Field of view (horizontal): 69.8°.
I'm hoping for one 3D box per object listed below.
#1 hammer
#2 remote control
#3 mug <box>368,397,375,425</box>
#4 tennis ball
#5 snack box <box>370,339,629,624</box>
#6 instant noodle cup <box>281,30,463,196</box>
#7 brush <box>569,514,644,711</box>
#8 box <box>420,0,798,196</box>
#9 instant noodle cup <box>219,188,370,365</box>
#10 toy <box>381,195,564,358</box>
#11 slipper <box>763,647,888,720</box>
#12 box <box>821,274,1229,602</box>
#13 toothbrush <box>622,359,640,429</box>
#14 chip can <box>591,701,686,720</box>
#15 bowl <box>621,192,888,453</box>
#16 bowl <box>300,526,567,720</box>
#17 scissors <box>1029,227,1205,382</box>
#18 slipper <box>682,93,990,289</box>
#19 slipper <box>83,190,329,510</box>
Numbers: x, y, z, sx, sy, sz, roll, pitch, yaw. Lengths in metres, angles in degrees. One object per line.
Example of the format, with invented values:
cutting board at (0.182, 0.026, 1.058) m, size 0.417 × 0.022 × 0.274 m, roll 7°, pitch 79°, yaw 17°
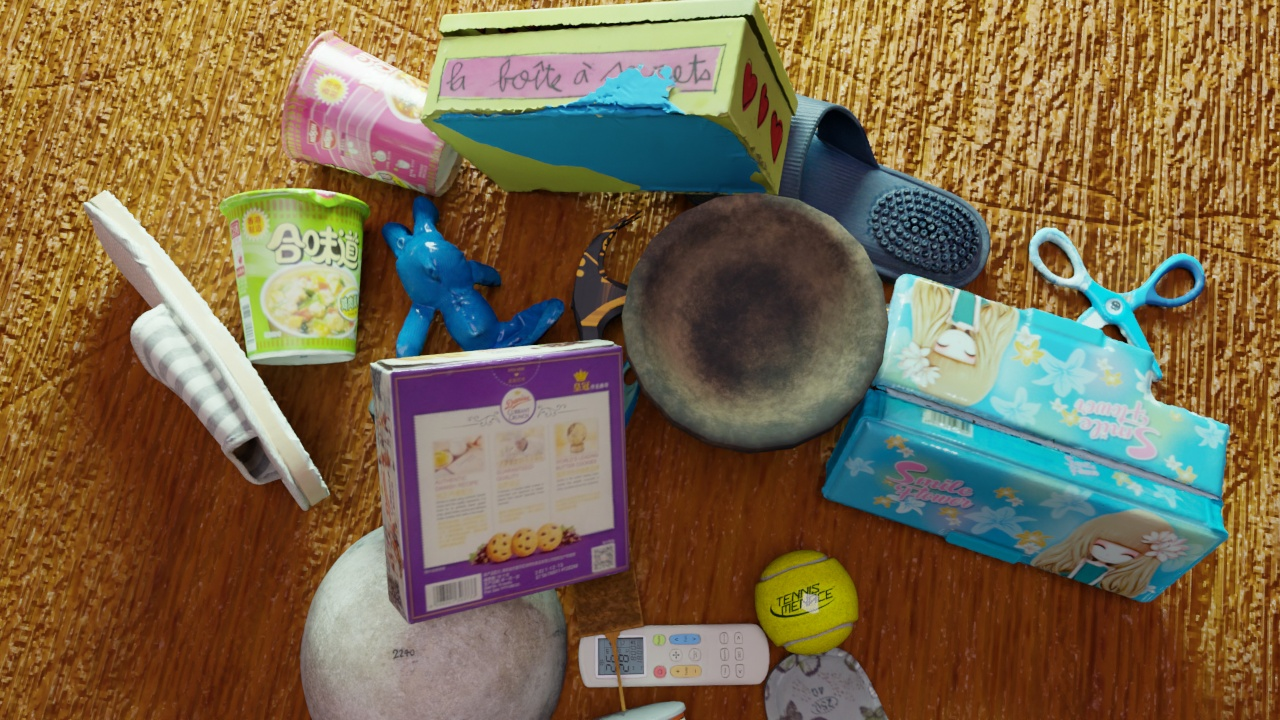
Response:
hammer at (0.112, -0.033, 0.643) m, size 0.320 × 0.036 × 0.123 m, roll 5°, pitch 80°, yaw 0°
remote control at (0.022, 0.195, 0.608) m, size 0.125 × 0.018 × 0.038 m, roll -1°, pitch 76°, yaw 1°
mug at (-0.108, 0.048, 0.601) m, size 0.113 × 0.078 × 0.088 m, roll -27°, pitch 114°, yaw -24°
tennis ball at (0.107, 0.156, 0.591) m, size 0.065 × 0.065 × 0.065 m, roll 0°, pitch 77°, yaw 1°
snack box at (-0.079, 0.066, 0.545) m, size 0.143 × 0.041 × 0.148 m, roll -6°, pitch 100°, yaw -29°
instant noodle cup at (-0.184, -0.170, 0.661) m, size 0.108 × 0.098 × 0.097 m, roll 21°, pitch 78°, yaw -2°
brush at (-0.022, 0.159, 0.604) m, size 0.048 × 0.017 × 0.126 m, roll -10°, pitch 65°, yaw -2°
box at (-0.018, -0.168, 0.606) m, size 0.221 × 0.124 × 0.082 m, roll 4°, pitch 77°, yaw 26°
instant noodle cup at (-0.236, -0.053, 0.635) m, size 0.099 × 0.099 × 0.108 m, roll -3°, pitch 85°, yaw 0°
toy at (-0.123, -0.046, 0.642) m, size 0.113 × 0.071 × 0.176 m, roll -34°, pitch 79°, yaw 4°
slipper at (0.158, 0.308, 0.563) m, size 0.098 × 0.055 × 0.268 m, roll -31°, pitch 77°, yaw -4°
box at (0.249, 0.056, 0.583) m, size 0.227 × 0.085 × 0.169 m, roll 18°, pitch 104°, yaw 5°
toothbrush at (-0.004, 0.004, 0.655) m, size 0.022 × 0.017 × 0.135 m, roll 21°, pitch 81°, yaw 5°
chip can at (0.016, 0.324, 0.549) m, size 0.075 × 0.075 × 0.215 m, roll -13°, pitch 77°, yaw -2°
bowl at (0.070, -0.019, 0.587) m, size 0.162 × 0.070 × 0.162 m, roll 0°, pitch 79°, yaw 2°
bowl at (-0.137, 0.184, 0.582) m, size 0.178 × 0.081 × 0.178 m, roll 0°, pitch 77°, yaw -1°
scissors at (0.345, -0.048, 0.663) m, size 0.139 × 0.011 × 0.134 m, roll -25°, pitch 75°, yaw -6°
slipper at (0.128, -0.129, 0.649) m, size 0.263 × 0.082 × 0.101 m, roll 27°, pitch 81°, yaw 6°
slipper at (-0.300, -0.005, 0.612) m, size 0.054 × 0.115 × 0.272 m, roll -36°, pitch 71°, yaw -20°
